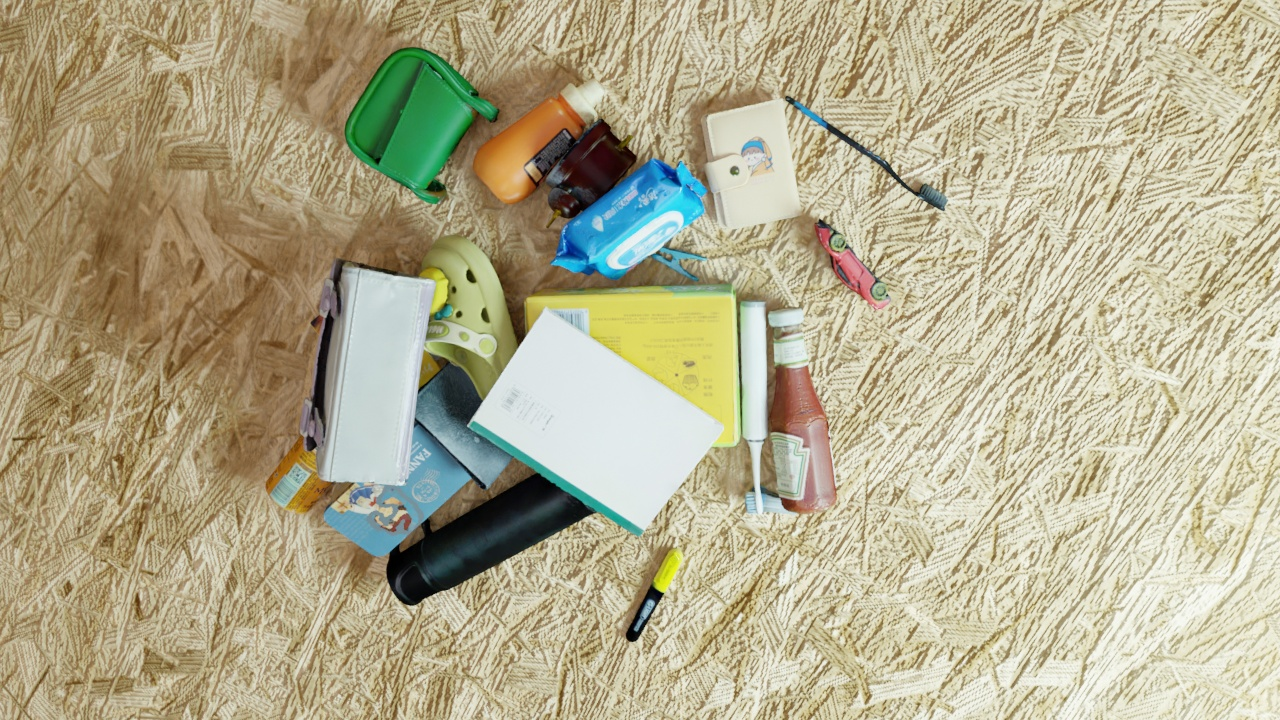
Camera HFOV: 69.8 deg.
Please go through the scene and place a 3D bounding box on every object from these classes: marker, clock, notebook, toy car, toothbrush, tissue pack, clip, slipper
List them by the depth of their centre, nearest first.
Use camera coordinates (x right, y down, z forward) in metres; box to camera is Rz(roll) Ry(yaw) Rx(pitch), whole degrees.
[{"bbox_3d":[0.219,-0.202,0.887,0.189,0.014,0.016,35,103,0],"label":"toothbrush"},{"bbox_3d":[-0.009,-0.129,0.888,0.157,0.095,0.052,-35,75,13],"label":"tissue pack"},{"bbox_3d":[-0.055,-0.178,0.894,0.055,0.082,0.122,41,101,-9],"label":"clock"},{"bbox_3d":[0.203,-0.093,0.894,0.031,0.049,0.106,-39,96,11],"label":"toy car"},{"bbox_3d":[-0.046,0.065,0.901,0.209,0.012,0.151,34,107,-6],"label":"notebook"},{"bbox_3d":[-0.177,-0.032,0.920,0.092,0.081,0.190,-18,94,51],"label":"slipper"},{"bbox_3d":[0.038,-0.101,0.932,0.056,0.013,0.039,21,103,3],"label":"clip"},{"bbox_3d":[0.117,0.049,0.936,0.026,0.026,0.221,1,97,19],"label":"toothbrush"},{"bbox_3d":[0.144,0.150,0.970,0.058,0.045,0.027,12,102,-1],"label":"clip"},{"bbox_3d":[0.014,0.261,1.011,0.018,0.015,0.124,28,105,4],"label":"marker"}]

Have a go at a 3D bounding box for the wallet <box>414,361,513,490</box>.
[{"bbox_3d":[-0.175,0.061,0.951,0.121,0.097,0.019,46,135,-8],"label":"wallet"}]

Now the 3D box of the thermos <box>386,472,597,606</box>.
[{"bbox_3d":[-0.167,0.177,0.993,0.243,0.068,0.090,-29,77,12],"label":"thermos"}]

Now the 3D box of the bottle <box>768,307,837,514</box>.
[{"bbox_3d":[0.159,0.050,0.927,0.060,0.059,0.206,-7,96,9],"label":"bottle"}]

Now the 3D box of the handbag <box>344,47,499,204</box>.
[{"bbox_3d":[-0.220,-0.236,0.915,0.120,0.068,0.131,37,103,-9],"label":"handbag"}]

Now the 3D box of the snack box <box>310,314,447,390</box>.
[{"bbox_3d":[-0.275,-0.013,0.982,0.087,0.033,0.140,-35,97,12],"label":"snack box"}]

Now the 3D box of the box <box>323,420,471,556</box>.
[{"bbox_3d":[-0.249,0.123,0.983,0.090,0.059,0.184,40,107,-22],"label":"box"}]

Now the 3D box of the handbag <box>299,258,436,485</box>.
[{"bbox_3d":[-0.267,0.006,0.884,0.098,0.145,0.197,8,95,-23],"label":"handbag"}]

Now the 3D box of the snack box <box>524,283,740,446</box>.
[{"bbox_3d":[-0.006,0.005,0.931,0.210,0.070,0.158,-1,102,7],"label":"snack box"}]

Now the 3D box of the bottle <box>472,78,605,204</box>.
[{"bbox_3d":[-0.095,-0.221,0.902,0.149,0.066,0.067,-41,94,6],"label":"bottle"}]

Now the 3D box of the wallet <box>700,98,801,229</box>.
[{"bbox_3d":[0.106,-0.191,0.899,0.087,0.024,0.115,-10,102,10],"label":"wallet"}]

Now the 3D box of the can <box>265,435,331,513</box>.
[{"bbox_3d":[-0.346,0.098,1.001,0.058,0.058,0.146,40,104,-2],"label":"can"}]
